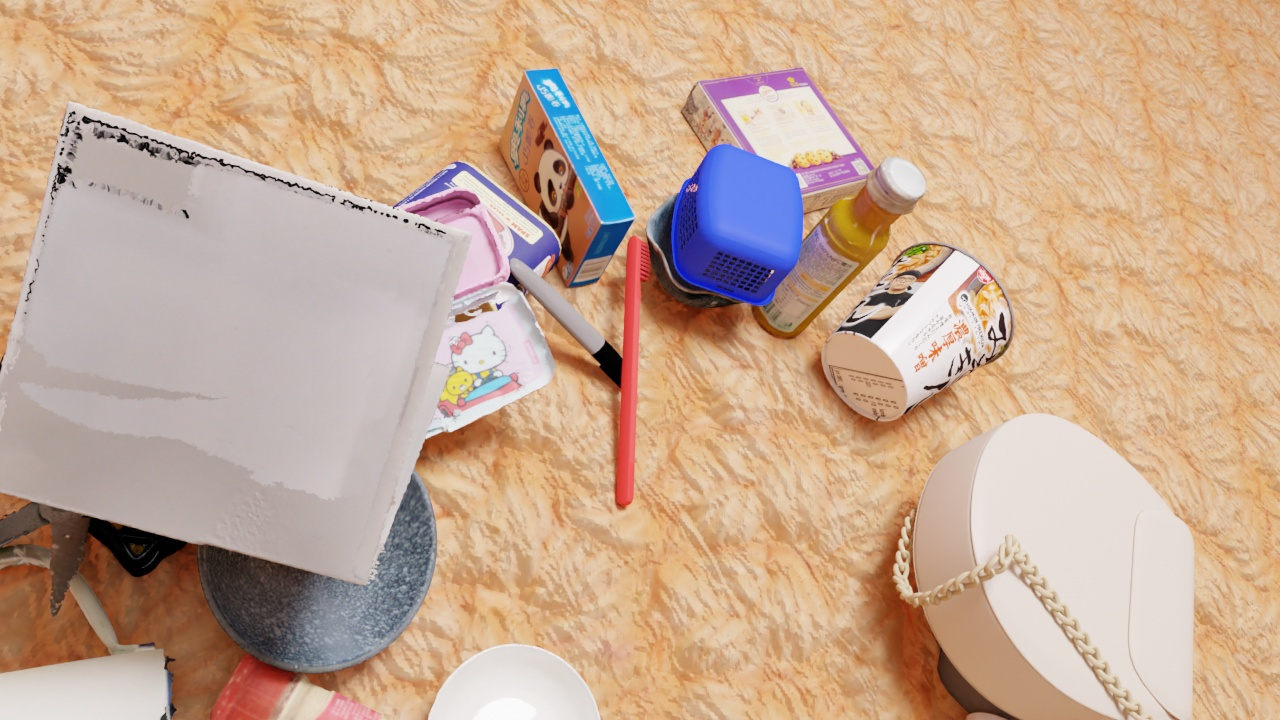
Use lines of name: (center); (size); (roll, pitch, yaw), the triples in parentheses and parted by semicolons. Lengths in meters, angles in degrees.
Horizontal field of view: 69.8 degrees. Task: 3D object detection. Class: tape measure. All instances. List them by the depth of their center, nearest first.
tape measure: (-0.281, 0.082, 0.520); (0.061, 0.034, 0.061); (40, 51, 3)

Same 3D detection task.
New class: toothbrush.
toothbrush: (-0.004, 0.004, 0.688); (0.018, 0.012, 0.212); (22, 62, -43)

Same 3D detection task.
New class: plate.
plate: (-0.075, 0.221, 0.536); (0.104, 0.026, 0.104); (11, 57, -18)

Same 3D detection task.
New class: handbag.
handbag: (-0.302, 0.168, 0.433); (0.151, 0.074, 0.175); (-2, 61, -26)
handbag: (0.300, 0.146, 0.648); (0.208, 0.104, 0.210); (33, 54, -8)

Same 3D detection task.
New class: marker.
marker: (-0.048, -0.024, 0.671); (0.138, 0.016, 0.022); (45, 33, -28)

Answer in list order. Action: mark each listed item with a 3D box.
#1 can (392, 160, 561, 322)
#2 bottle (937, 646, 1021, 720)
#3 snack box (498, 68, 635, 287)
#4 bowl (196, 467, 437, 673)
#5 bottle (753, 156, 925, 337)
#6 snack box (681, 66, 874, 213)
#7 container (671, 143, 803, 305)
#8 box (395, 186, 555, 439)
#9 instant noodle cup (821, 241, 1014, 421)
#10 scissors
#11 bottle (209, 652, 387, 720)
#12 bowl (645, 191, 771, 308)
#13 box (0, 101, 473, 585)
can: (-0.128, -0.084, 0.679); (0.116, 0.057, 0.092); (39, 51, 1)
bottle: (0.270, 0.219, 0.684); (0.084, 0.046, 0.173); (31, 53, -4)
snack box: (-0.062, -0.144, 0.727); (0.034, 0.087, 0.151); (-15, 68, -31)
bowl: (-0.190, 0.106, 0.523); (0.137, 0.057, 0.137); (15, 68, -41)
bottle: (0.155, -0.087, 0.729); (0.053, 0.187, 0.053); (12, 56, -18)
snack box: (0.136, -0.212, 0.890); (0.143, 0.041, 0.148); (-19, 70, -32)
container: (0.080, -0.110, 0.719); (0.096, 0.058, 0.114); (17, 55, -14)
box: (-0.172, -0.014, 0.594); (0.201, 0.038, 0.152); (-24, 88, -12)
instant noodle cup: (0.224, -0.017, 0.771); (0.121, 0.124, 0.123); (-35, 79, -27)
scissors: (-0.306, 0.042, 0.516); (0.202, 0.015, 0.201); (40, 50, 23)
bottle: (-0.173, 0.198, 0.495); (0.109, 0.044, 0.044); (29, 53, -7)
bowl: (0.049, -0.083, 0.761); (0.110, 0.055, 0.110); (11, 57, -18)
box: (-0.209, 0.032, 0.545); (0.167, 0.423, 0.173); (18, 72, -9)
